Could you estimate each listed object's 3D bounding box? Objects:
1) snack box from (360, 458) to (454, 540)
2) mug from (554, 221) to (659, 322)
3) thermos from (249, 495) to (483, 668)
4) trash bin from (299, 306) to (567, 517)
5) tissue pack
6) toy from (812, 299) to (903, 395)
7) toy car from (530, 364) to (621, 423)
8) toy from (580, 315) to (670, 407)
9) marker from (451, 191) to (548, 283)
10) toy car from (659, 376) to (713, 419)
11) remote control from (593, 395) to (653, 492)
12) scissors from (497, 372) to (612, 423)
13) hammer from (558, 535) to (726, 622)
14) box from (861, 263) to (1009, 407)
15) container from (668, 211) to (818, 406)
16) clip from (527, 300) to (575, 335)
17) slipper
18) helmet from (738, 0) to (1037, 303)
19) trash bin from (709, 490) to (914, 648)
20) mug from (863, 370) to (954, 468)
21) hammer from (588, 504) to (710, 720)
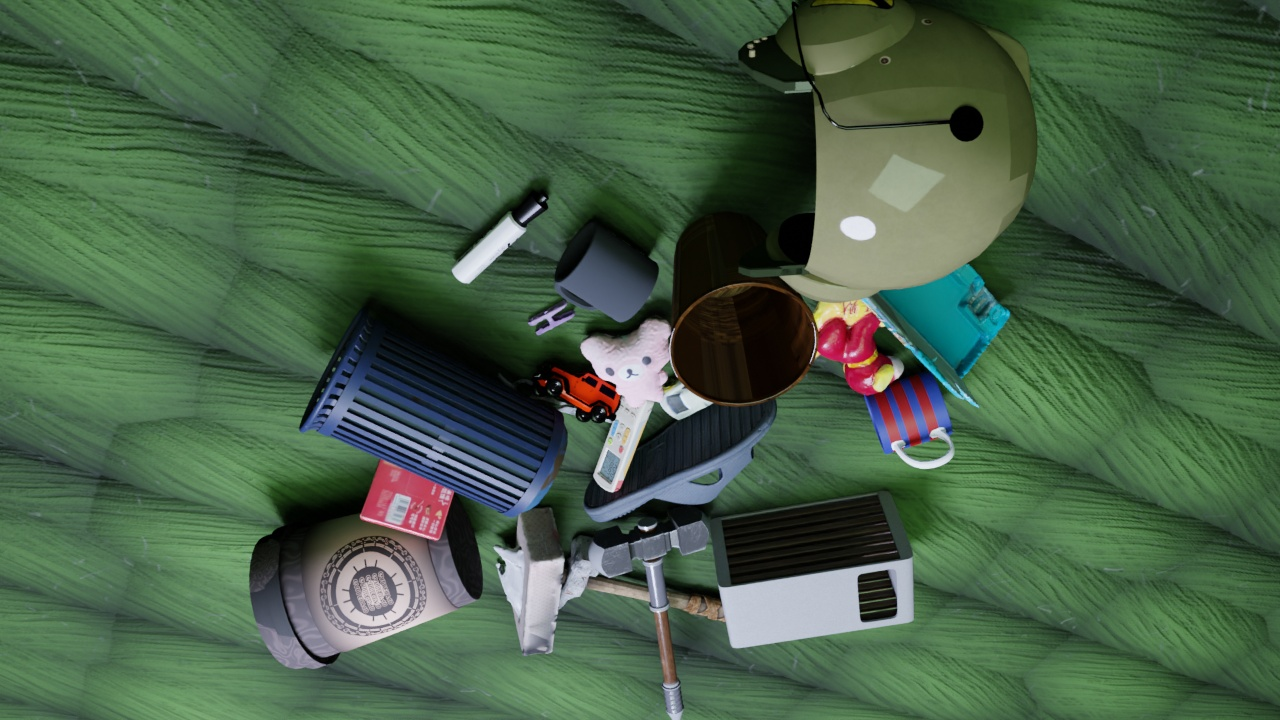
[{"bbox_3d":[-0.248,0.125,1.025,0.089,0.132,0.021,20,161,-15],"label":"snack box"},{"bbox_3d":[-0.043,-0.082,0.922,0.077,0.071,0.105,32,145,-23],"label":"mug"},{"bbox_3d":[-0.316,0.253,1.090,0.226,0.172,0.173,-17,125,1],"label":"thermos"},{"bbox_3d":[-0.208,0.063,0.964,0.249,0.139,0.140,28,119,-20],"label":"trash bin"},{"bbox_3d":[-0.141,0.277,1.152,0.071,0.103,0.182,-7,129,-17],"label":"tissue pack"},{"bbox_3d":[0.228,-0.021,0.977,0.105,0.067,0.137,-21,117,8],"label":"toy"},{"bbox_3d":[-0.069,0.033,1.005,0.100,0.051,0.048,32,75,-21],"label":"toy car"},{"bbox_3d":[-0.006,0.006,0.985,0.099,0.052,0.096,-15,107,10],"label":"toy"},{"bbox_3d":[-0.138,-0.123,0.908,0.126,0.025,0.025,-38,119,22],"label":"marker"},{"bbox_3d":[0.069,0.029,1.022,0.106,0.033,0.048,-31,120,17],"label":"toy car"},{"bbox_3d":[-0.020,0.088,1.036,0.018,0.038,0.126,4,112,-46],"label":"remote control"},{"bbox_3d":[-0.081,0.047,1.039,0.171,0.014,0.090,-1,127,1],"label":"scissors"},{"bbox_3d":[0.033,0.316,1.221,0.318,0.048,0.122,17,126,-16],"label":"hammer"},{"bbox_3d":[0.272,-0.052,0.910,0.227,0.172,0.084,39,145,-26],"label":"box"},{"bbox_3d":[0.087,-0.059,0.876,0.132,0.167,0.132,-1,125,-2],"label":"container"},{"bbox_3d":[-0.093,-0.043,0.976,0.053,0.013,0.037,-13,124,9],"label":"clip"},{"bbox_3d":[0.055,0.127,1.051,0.264,0.101,0.082,-31,120,22],"label":"slipper"},{"bbox_3d":[0.192,-0.173,0.733,0.233,0.255,0.251,-3,126,3],"label":"helmet"},{"bbox_3d":[0.212,0.260,1.141,0.229,0.114,0.115,-10,125,5],"label":"trash bin"},{"bbox_3d":[0.301,0.072,1.014,0.076,0.111,0.075,-19,139,11],"label":"mug"},{"bbox_3d":[0.029,0.344,1.174,0.156,0.043,0.323,-14,113,-14],"label":"hammer"}]
